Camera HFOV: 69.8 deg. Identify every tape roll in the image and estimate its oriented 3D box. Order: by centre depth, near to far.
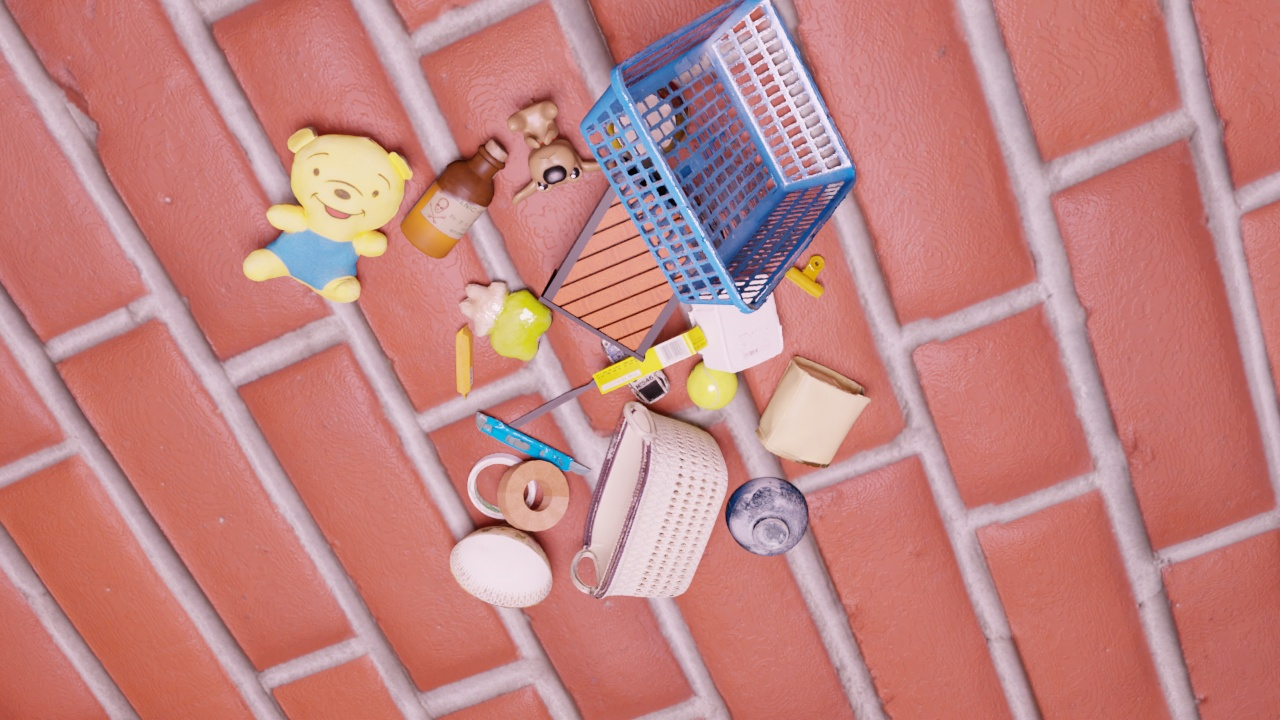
[{"bbox_3d":[-0.143,0.181,1.230,0.093,0.027,0.094,4,82,-31],"label":"tape roll"},{"bbox_3d":[-0.190,0.173,1.263,0.094,0.018,0.094,1,109,2],"label":"tape roll"}]

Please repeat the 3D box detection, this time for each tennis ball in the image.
[{"bbox_3d":[0.092,0.031,1.178,0.065,0.065,0.065,1,109,2],"label":"tennis ball"}]

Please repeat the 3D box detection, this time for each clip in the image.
[{"bbox_3d":[0.210,-0.108,1.151,0.054,0.046,0.048,34,142,-8],"label":"clip"}]

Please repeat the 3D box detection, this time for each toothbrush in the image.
[{"bbox_3d":[-0.107,0.054,1.223,0.167,0.013,0.013,-28,106,12],"label":"toothbrush"}]

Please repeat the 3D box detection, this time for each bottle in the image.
[{"bbox_3d":[-0.218,-0.200,1.110,0.068,0.067,0.157,41,106,-11],"label":"bottle"}]

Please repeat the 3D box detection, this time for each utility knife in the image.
[{"bbox_3d":[-0.146,0.117,1.241,0.174,0.015,0.031,25,126,-11],"label":"utility knife"}]

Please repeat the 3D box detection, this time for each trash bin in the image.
[{"bbox_3d":[-0.009,-0.124,1.090,0.139,0.139,0.172,31,107,-8],"label":"trash bin"}]

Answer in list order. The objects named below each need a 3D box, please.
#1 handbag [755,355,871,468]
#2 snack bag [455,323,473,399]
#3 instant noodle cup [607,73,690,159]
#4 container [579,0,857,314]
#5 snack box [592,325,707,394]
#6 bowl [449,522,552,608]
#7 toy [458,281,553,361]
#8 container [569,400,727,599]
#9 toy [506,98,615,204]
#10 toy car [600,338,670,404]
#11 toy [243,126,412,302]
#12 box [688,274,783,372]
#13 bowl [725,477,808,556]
[{"bbox_3d":[0.220,0.071,1.184,0.111,0.081,0.119,22,107,-13],"label":"handbag"},{"bbox_3d":[-0.231,0.002,1.202,0.020,0.026,0.099,3,110,1],"label":"snack bag"},{"bbox_3d":[0.009,-0.276,1.051,0.100,0.112,0.100,1,108,2],"label":"instant noodle cup"},{"bbox_3d":[0.089,-0.223,0.965,0.089,0.360,0.257,-18,110,39],"label":"container"},{"bbox_3d":[0.011,0.000,1.129,0.148,0.040,0.029,-24,93,31],"label":"snack box"},{"bbox_3d":[-0.183,0.270,1.262,0.145,0.063,0.145,6,127,8],"label":"bowl"},{"bbox_3d":[-0.175,-0.055,1.172,0.118,0.043,0.092,27,110,-4],"label":"toy"},{"bbox_3d":[0.011,0.186,1.182,0.143,0.184,0.252,13,111,-15],"label":"container"},{"bbox_3d":[-0.109,-0.249,1.079,0.134,0.105,0.108,-19,118,4],"label":"toy"},{"bbox_3d":[-0.007,0.007,1.187,0.048,0.040,0.113,-34,104,11],"label":"toy car"},{"bbox_3d":[-0.375,-0.179,1.115,0.149,0.084,0.214,19,109,-24],"label":"toy"},{"bbox_3d":[0.106,-0.047,1.148,0.102,0.095,0.107,-22,104,-29],"label":"box"},{"bbox_3d":[0.173,0.222,1.244,0.114,0.060,0.114,1,108,3],"label":"bowl"}]
